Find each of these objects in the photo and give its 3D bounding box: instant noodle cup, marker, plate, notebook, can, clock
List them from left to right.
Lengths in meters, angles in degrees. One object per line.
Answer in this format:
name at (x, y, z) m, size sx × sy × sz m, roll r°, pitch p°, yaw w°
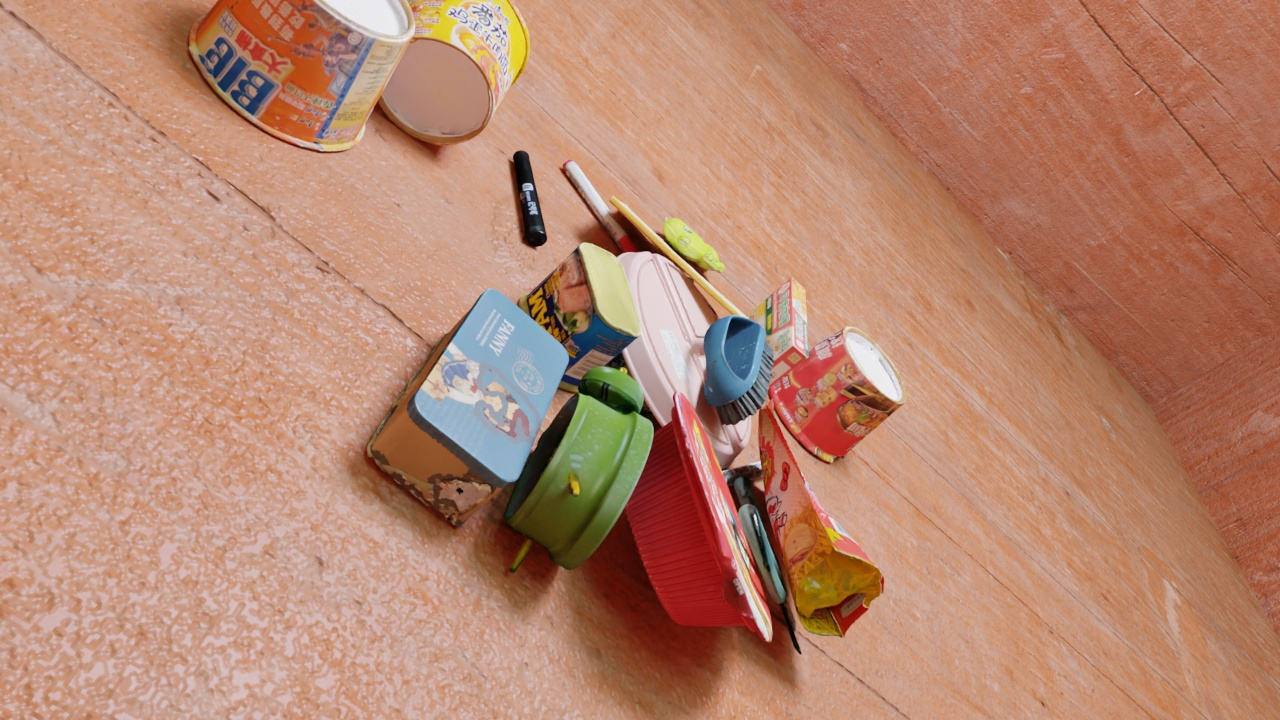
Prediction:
instant noodle cup at (-0.260, -0.260, 0.729) m, size 0.151 × 0.112 × 0.151 m, roll 34°, pitch 32°, yaw -25°
instant noodle cup at (-0.179, -0.275, 0.847) m, size 0.138 × 0.138 × 0.109 m, roll 34°, pitch 41°, yaw -26°
marker at (-0.111, -0.163, 0.916) m, size 0.022 × 0.020 × 0.131 m, roll 62°, pitch 10°, yaw -50°
can at (-0.051, -0.038, 0.783) m, size 0.057 × 0.083 × 0.102 m, roll 21°, pitch 40°, yaw -41°
clock at (-0.041, 0.069, 0.641) m, size 0.056 × 0.116 × 0.160 m, roll 32°, pitch 35°, yaw -10°
marker at (-0.041, -0.163, 1.015) m, size 0.145 × 0.017 × 0.017 m, roll 55°, pitch 29°, yaw 10°
notebook at (0.049, -0.103, 1.004) m, size 0.206 × 0.010 × 0.145 m, roll 43°, pitch 7°, yaw 0°
plate at (0.046, -0.006, 0.887) m, size 0.229 × 0.028 × 0.229 m, roll 45°, pitch 31°, yaw -36°
instant noodle cup at (0.036, 0.122, 0.680) m, size 0.193 × 0.066 × 0.194 m, roll -20°, pitch 89°, yaw -85°
marker at (0.087, 0.110, 0.868) m, size 0.145 × 0.017 × 0.017 m, roll -2°, pitch 57°, yaw -55°
instant noodle cup at (0.231, 0.032, 1.065) m, size 0.138 × 0.109 × 0.137 m, roll 34°, pitch 32°, yaw -25°

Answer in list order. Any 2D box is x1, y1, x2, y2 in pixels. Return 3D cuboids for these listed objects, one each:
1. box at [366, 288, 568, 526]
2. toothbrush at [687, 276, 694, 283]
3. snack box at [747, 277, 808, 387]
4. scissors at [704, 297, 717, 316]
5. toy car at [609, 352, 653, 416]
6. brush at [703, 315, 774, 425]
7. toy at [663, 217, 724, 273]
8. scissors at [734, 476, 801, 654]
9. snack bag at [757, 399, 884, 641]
box at (-0.113, 0.024, 0.647) m, size 0.090 × 0.064 × 0.183 m, roll 41°, pitch 32°, yaw -17°
toothbrush at (0.006, -0.092, 0.998) m, size 0.179 × 0.016 × 0.016 m, roll 4°, pitch 60°, yaw -52°
snack box at (0.158, -0.030, 1.069) m, size 0.027 × 0.077 × 0.155 m, roll 39°, pitch 30°, yaw -17°
scissors at (0.017, -0.054, 0.967) m, size 0.182 × 0.015 × 0.208 m, roll 48°, pitch 29°, yaw -5°
toy car at (-0.005, 0.005, 0.851) m, size 0.049 × 0.031 × 0.105 m, roll 24°, pitch 38°, yaw -36°
brush at (0.087, -0.001, 0.860) m, size 0.073 × 0.055 × 0.143 m, roll 58°, pitch 25°, yaw -17°
toy at (0.060, -0.138, 1.102) m, size 0.100 × 0.031 × 0.096 m, roll 37°, pitch 11°, yaw -24°
scissors at (0.101, 0.152, 0.774) m, size 0.169 × 0.019 × 0.175 m, roll -106°, pitch 173°, yaw -47°
snack bag at (0.141, 0.136, 0.802) m, size 0.207 × 0.073 × 0.129 m, roll -108°, pitch -178°, yaw -61°
